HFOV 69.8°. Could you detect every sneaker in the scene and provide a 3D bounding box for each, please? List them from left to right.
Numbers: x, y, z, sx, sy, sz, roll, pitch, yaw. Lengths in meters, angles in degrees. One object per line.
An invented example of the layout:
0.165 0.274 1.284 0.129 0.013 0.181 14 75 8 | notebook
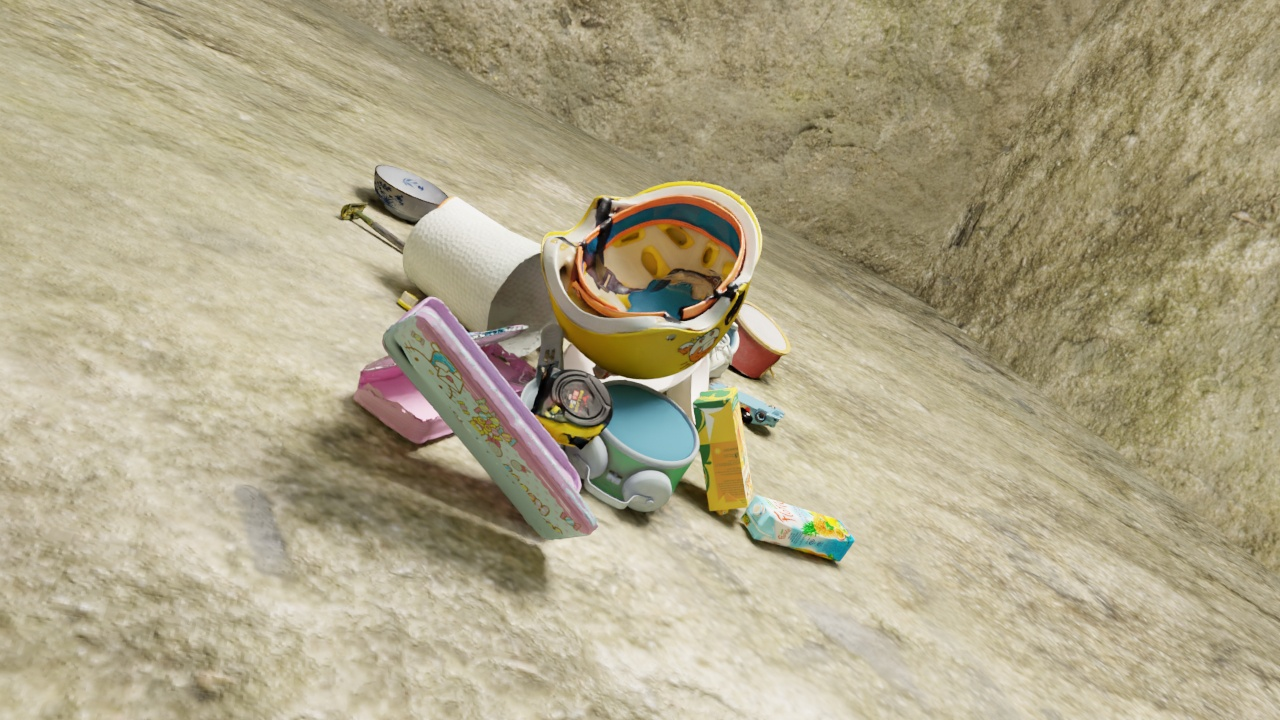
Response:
0.078 -0.018 1.287 0.089 0.091 0.241 36 20 16 | sneaker

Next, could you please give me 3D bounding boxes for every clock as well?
-0.014 0.091 0.896 0.122 0.076 0.161 31 30 0 | clock
0.156 -0.037 1.467 0.159 0.081 0.117 33 27 -20 | clock

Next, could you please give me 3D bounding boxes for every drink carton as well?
0.087 0.095 0.962 0.041 0.122 0.058 -7 8 13 | drink carton
0.167 0.179 0.975 0.128 0.039 0.044 20 20 -28 | drink carton

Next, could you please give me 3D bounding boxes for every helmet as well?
0.016 -0.073 0.982 0.239 0.140 0.209 -36 58 -28 | helmet

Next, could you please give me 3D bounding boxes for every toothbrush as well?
-0.212 -0.036 1.012 0.135 0.016 0.021 33 11 10 | toothbrush

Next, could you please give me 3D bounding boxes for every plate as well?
-0.007 0.007 1.095 0.174 0.036 0.173 -8 35 5 | plate

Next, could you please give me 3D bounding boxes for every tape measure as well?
-0.063 0.043 0.829 0.072 0.042 0.071 24 49 -12 | tape measure

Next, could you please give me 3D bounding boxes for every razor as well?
-0.330 -0.165 1.174 0.106 0.026 0.042 36 17 7 | razor

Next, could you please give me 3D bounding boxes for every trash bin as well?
-0.181 -0.097 1.052 0.161 0.133 0.133 32 17 28 | trash bin

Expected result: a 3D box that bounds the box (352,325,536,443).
-0.161 0.001 0.869 0.084 0.091 0.230 33 19 15 | box

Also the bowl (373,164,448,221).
-0.331 -0.230 1.304 0.114 0.045 0.114 27 18 -10 | bowl

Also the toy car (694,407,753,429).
0.094 0.077 1.120 0.049 0.051 0.100 42 22 25 | toy car

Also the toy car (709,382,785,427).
0.142 0.065 1.265 0.108 0.027 0.060 25 16 19 | toy car

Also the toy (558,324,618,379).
-0.059 -0.069 1.127 0.265 0.065 0.195 21 52 36 | toy

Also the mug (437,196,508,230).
-0.222 -0.155 1.210 0.105 0.082 0.082 32 18 4 | mug

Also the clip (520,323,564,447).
-0.088 0.045 0.903 0.027 0.090 0.162 -7 41 13 | clip

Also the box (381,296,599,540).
-0.119 0.049 0.722 0.214 0.062 0.140 53 -6 -14 | box

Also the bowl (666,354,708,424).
0.055 0.026 1.150 0.040 0.110 0.109 4 13 15 | bowl
